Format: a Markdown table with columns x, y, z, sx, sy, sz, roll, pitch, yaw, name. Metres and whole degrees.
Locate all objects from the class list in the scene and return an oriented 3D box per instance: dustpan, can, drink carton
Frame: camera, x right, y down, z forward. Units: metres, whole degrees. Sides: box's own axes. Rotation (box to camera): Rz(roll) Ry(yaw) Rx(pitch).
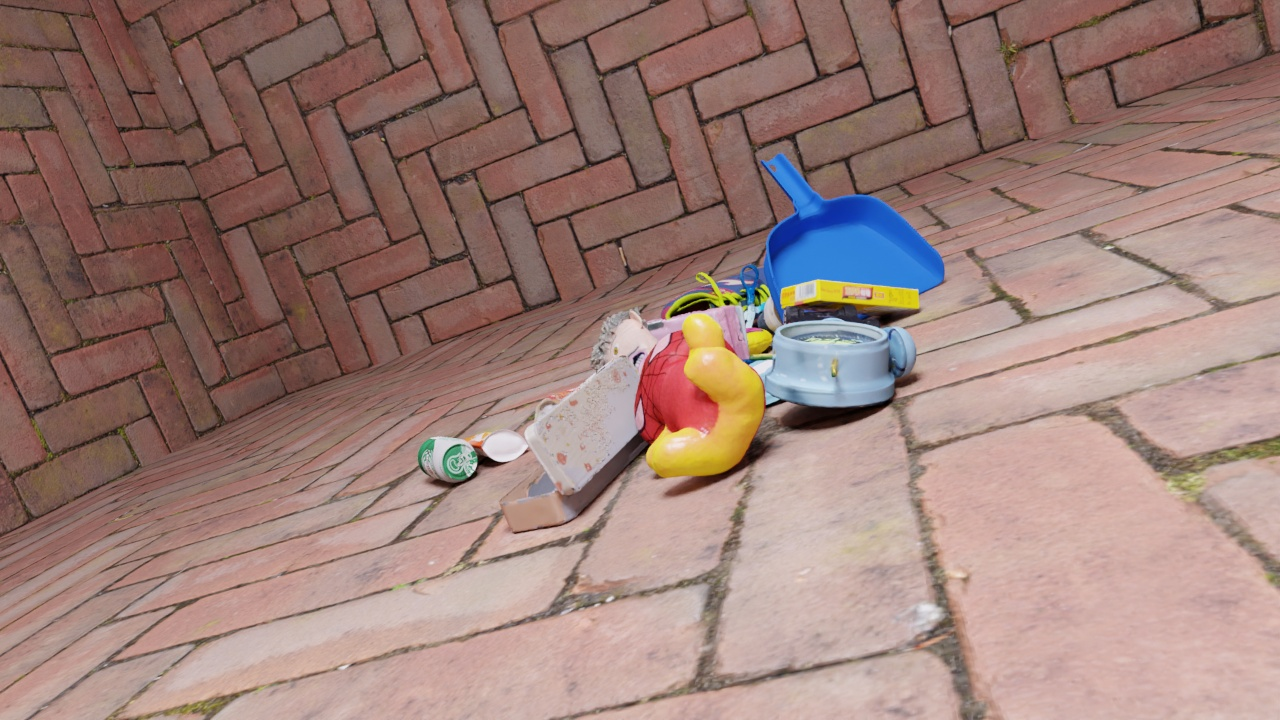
| x | y | z | sx | sy | sz | roll | pitch | yaw | name |
| --- | --- | --- | --- | --- | --- | --- | --- | --- | --- |
| 0.234 | -0.169 | 1.213 | 0.245 | 0.257 | 0.060 | -23 | -28 | -17 | dustpan |
| -0.238 | 0.121 | 1.129 | 0.053 | 0.053 | 0.101 | -25 | 10 | -28 | can |
| -0.195 | 0.106 | 1.167 | 0.069 | 0.039 | 0.122 | 3 | -4 | -30 | drink carton |

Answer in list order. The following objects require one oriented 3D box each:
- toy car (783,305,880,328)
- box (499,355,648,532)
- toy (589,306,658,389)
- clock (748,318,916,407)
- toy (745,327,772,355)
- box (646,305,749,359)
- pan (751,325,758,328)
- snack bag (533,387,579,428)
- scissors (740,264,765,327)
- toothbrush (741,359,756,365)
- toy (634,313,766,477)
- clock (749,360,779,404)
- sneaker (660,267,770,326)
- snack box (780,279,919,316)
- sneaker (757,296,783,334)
| x | y | z | sx | sy | sz | roll | pitch | yaw | name |
| --- | --- | --- | --- | --- | --- | --- | --- | --- | --- |
| 0.206 | -0.028 | 1.004 | 0.081 | 0.056 | 0.189 | -2 | 8 | 1 | toy car |
| -0.060 | 0.087 | 0.902 | 0.108 | 0.095 | 0.215 | -43 | -2 | 29 | box |
| -0.007 | 0.007 | 1.139 | 0.076 | 0.133 | 0.176 | -10 | 19 | -32 | toy |
| 0.183 | -0.001 | 0.844 | 0.118 | 0.060 | 0.161 | 12 | 20 | 40 | clock |
| 0.126 | -0.020 | 1.201 | 0.094 | 0.041 | 0.095 | -14 | 8 | 15 | toy |
| 0.048 | -0.012 | 1.178 | 0.046 | 0.098 | 0.233 | -20 | 6 | -39 | box |
| 0.187 | -0.092 | 1.472 | 0.356 | 0.043 | 0.248 | -19 | 10 | 5 | pan |
| -0.098 | 0.059 | 1.264 | 0.087 | 0.044 | 0.155 | -29 | 1 | 16 | snack bag |
| 0.148 | -0.078 | 1.279 | 0.133 | 0.103 | 0.015 | -38 | -3 | -17 | scissors |
| 0.127 | 0.003 | 1.027 | 0.132 | 0.016 | 0.021 | -3 | -1 | -40 | toothbrush |
| 0.050 | 0.035 | 0.853 | 0.147 | 0.099 | 0.216 | -62 | 9 | 6 | toy |
| 0.118 | 0.030 | 0.963 | 0.123 | 0.042 | 0.087 | -26 | 10 | -1 | clock |
| 0.149 | -0.078 | 1.320 | 0.242 | 0.116 | 0.091 | -15 | -8 | 5 | sneaker |
| 0.251 | -0.074 | 1.099 | 0.152 | 0.025 | 0.075 | 2 | -6 | -26 | snack box |
| 0.256 | -0.098 | 1.264 | 0.235 | 0.087 | 0.079 | -26 | 0 | -22 | sneaker |
